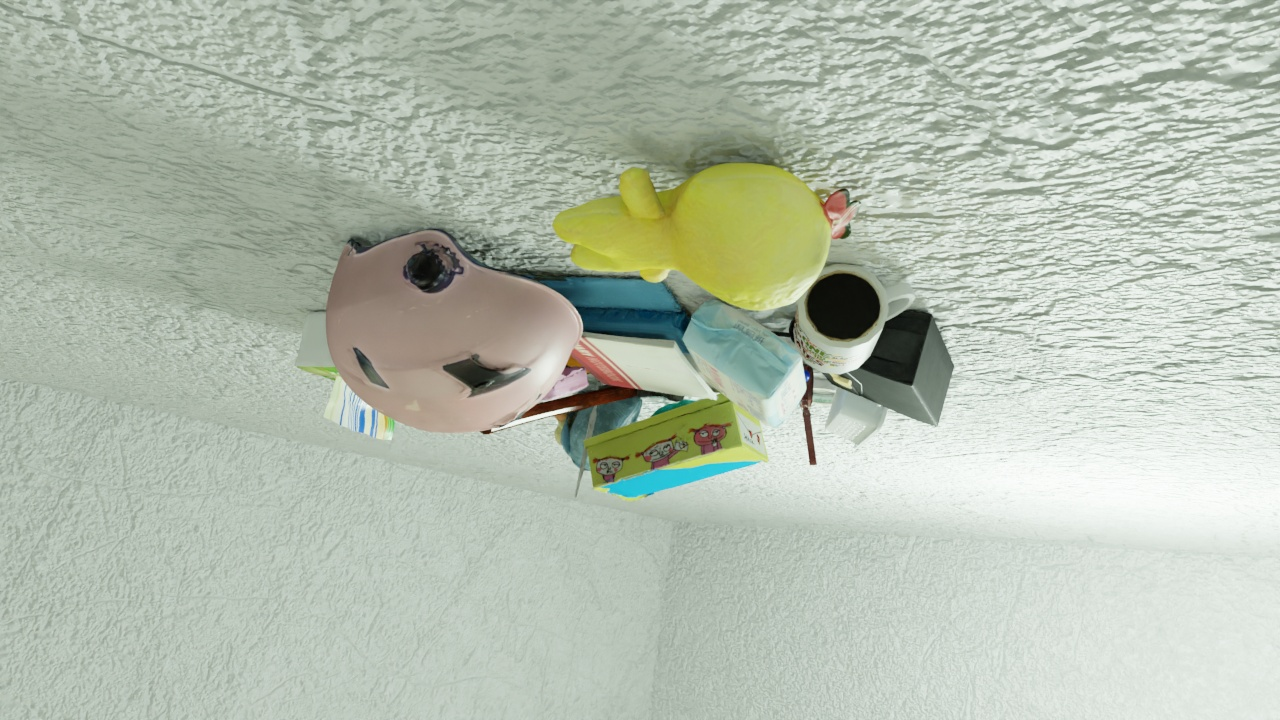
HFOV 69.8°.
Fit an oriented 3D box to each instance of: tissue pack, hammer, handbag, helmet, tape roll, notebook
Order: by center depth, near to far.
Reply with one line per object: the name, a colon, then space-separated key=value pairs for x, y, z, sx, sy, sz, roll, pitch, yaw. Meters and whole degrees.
helmet: x=-0.191 y=-0.013 z=0.904 sx=0.255 sy=0.152 sz=0.230 roll=7 pitch=152 yaw=10
tissue pack: x=0.112 y=0.002 z=0.953 sx=0.112 sy=0.070 sz=0.182 roll=37 pitch=174 yaw=19
handbag: x=0.213 y=-0.006 z=0.970 sx=0.196 sy=0.072 sz=0.175 roll=13 pitch=170 yaw=28
notebook: x=-0.006 y=0.006 z=1.050 sx=0.153 sy=0.012 sz=0.209 roll=7 pitch=165 yaw=20
handbag: x=0.201 y=0.067 z=1.106 sx=0.029 sy=0.119 sz=0.055 roll=-8 pitch=164 yaw=10
hammer: x=-0.082 y=0.053 z=1.166 sx=0.111 sy=0.028 sz=0.299 roll=11 pitch=-165 yaw=42
tape roll: x=0.239 y=0.042 z=1.208 sx=0.093 sy=0.013 sz=0.093 roll=8 pitch=166 yaw=2
tissue pack: x=-0.362 y=0.029 z=1.237 sx=0.120 sy=0.141 sz=0.197 roll=-1 pitch=164 yaw=33
handbag: x=-0.075 y=0.095 z=1.402 sx=0.118 sy=0.121 sz=0.192 roll=30 pitch=165 yaw=-1

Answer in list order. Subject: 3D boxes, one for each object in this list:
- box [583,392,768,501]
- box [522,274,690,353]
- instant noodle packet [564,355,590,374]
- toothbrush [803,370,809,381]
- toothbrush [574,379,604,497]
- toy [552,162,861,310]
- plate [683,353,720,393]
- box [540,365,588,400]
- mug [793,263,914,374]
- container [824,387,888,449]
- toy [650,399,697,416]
box: x=0.047 y=0.120 z=1.235 sx=0.221 sy=0.080 sz=0.124 roll=-18 pitch=156 yaw=22
box: x=-0.063 y=-0.049 z=0.982 sx=0.232 sy=0.033 sz=0.174 roll=4 pitch=165 yaw=20
instant noodle packet: x=-0.184 y=-0.007 z=1.215 sx=0.221 sy=0.032 sz=0.159 roll=0 pitch=162 yaw=31
toothbrush: x=0.173 y=0.031 z=1.103 sx=0.018 sy=0.016 sz=0.183 roll=-8 pitch=171 yaw=-7
toothbrush: x=-0.068 y=0.102 z=1.276 sx=0.010 sy=0.181 sz=0.010 roll=7 pitch=171 yaw=28
toy: x=0.045 y=-0.087 z=0.644 sx=0.208 sy=0.092 sz=0.134 roll=7 pitch=163 yaw=16
plate: x=0.093 y=0.015 z=1.154 sx=0.189 sy=0.027 sz=0.189 roll=8 pitch=166 yaw=2
box: x=-0.199 y=0.036 z=1.125 sx=0.231 sy=0.035 sz=0.159 roll=-2 pitch=-171 yaw=36
mug: x=0.189 y=-0.040 z=0.808 sx=0.105 sy=0.073 sz=0.089 roll=-19 pitch=164 yaw=2
container: x=0.262 y=0.052 z=1.103 sx=0.049 sy=0.080 sz=0.129 roll=19 pitch=165 yaw=6
toy: x=0.054 y=0.082 z=1.369 sx=0.130 sy=0.072 sz=0.194 roll=-25 pitch=178 yaw=-22
